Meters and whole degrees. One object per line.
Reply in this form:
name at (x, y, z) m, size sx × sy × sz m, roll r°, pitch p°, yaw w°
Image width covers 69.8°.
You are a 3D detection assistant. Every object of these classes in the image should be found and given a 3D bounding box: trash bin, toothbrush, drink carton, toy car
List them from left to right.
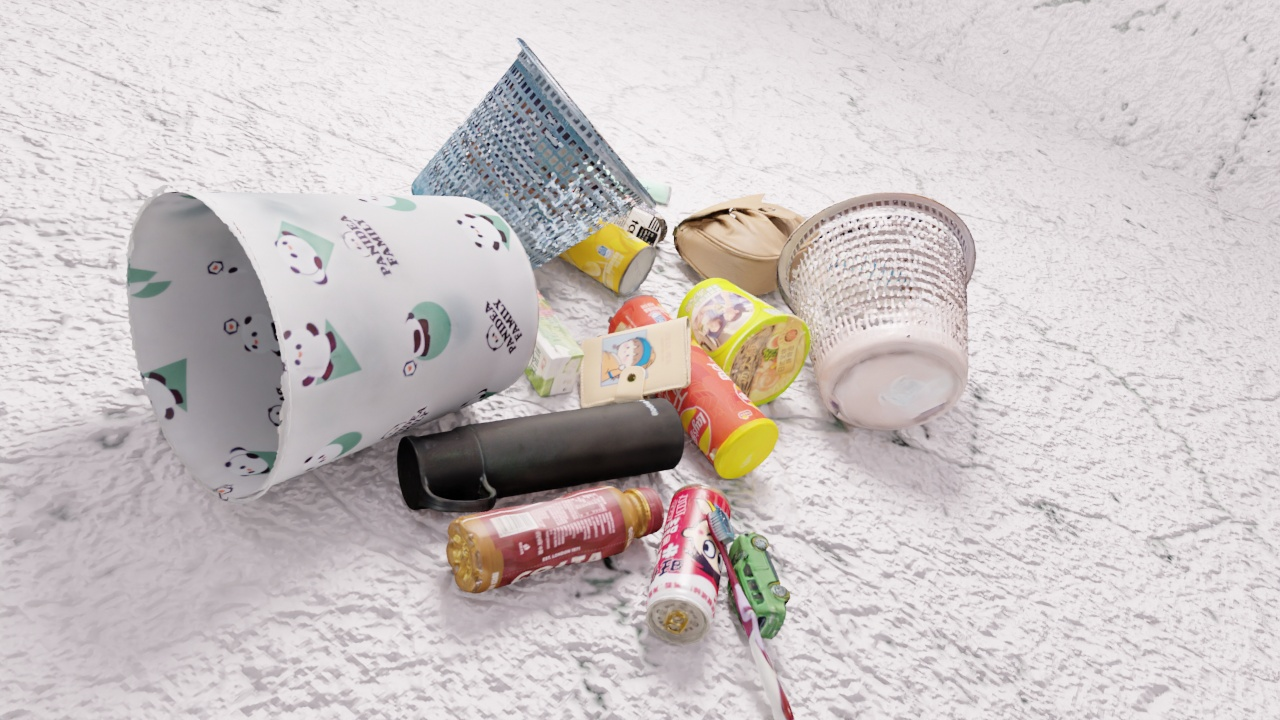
trash bin at (-0.233, -0.031, 0.738) m, size 0.229 × 0.230 × 0.251 m, roll 39°, pitch 33°, yaw 26°
trash bin at (-0.127, -0.192, 0.986) m, size 0.226 × 0.195 × 0.226 m, roll 50°, pitch 8°, yaw -10°
drink carton at (-0.103, -0.023, 0.924) m, size 0.045 × 0.054 × 0.122 m, roll -8°, pitch 44°, yaw -35°
toothbrush at (-0.064, -0.259, 1.293) m, size 0.224 × 0.027 × 0.026 m, roll 12°, pitch 22°, yaw -11°
toy car at (0.092, 0.181, 0.746) m, size 0.036 × 0.043 × 0.091 m, roll 8°, pitch 35°, yaw -17°
toothbrush at (0.087, 0.199, 0.694) m, size 0.016 × 0.017 × 0.187 m, roll 10°, pitch 52°, yaw -44°
trash bin at (0.268, -0.039, 1.012) m, size 0.227 × 0.228 × 0.191 m, roll 13°, pitch 48°, yaw -10°

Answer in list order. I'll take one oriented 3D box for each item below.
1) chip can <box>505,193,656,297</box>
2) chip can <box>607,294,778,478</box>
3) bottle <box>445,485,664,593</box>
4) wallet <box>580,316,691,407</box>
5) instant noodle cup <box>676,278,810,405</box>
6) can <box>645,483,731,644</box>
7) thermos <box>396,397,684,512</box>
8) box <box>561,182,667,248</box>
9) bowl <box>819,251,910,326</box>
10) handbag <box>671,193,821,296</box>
chip can at (-0.086, -0.157, 1.104) m, size 0.213 × 0.072 × 0.071 m, roll 34°, pitch 37°, yaw 18°
chip can at (0.048, 0.022, 0.922) m, size 0.073 × 0.073 × 0.216 m, roll -8°, pitch 42°, yaw -34°
bottle at (-0.062, 0.135, 0.722) m, size 0.174 × 0.058 × 0.057 m, roll -8°, pitch 43°, yaw -34°
wallet at (-0.005, 0.005, 0.898) m, size 0.115 × 0.024 × 0.087 m, roll -11°, pitch 54°, yaw 19°
instant noodle cup at (0.103, -0.030, 0.996) m, size 0.111 × 0.112 × 0.123 m, roll -5°, pitch 34°, yaw -31°
can at (0.040, 0.161, 0.740) m, size 0.053 × 0.053 × 0.132 m, roll 20°, pitch 34°, yaw 0°
thermos at (-0.075, 0.085, 0.776) m, size 0.242 × 0.069 × 0.090 m, roll -7°, pitch 36°, yaw -32°
box at (-0.044, -0.189, 1.189) m, size 0.163 × 0.076 × 0.088 m, roll 23°, pitch 10°, yaw 11°
bowl at (0.280, -0.084, 1.167) m, size 0.116 × 0.116 × 0.066 m, roll 21°, pitch 78°, yaw 2°
handbag at (0.144, -0.159, 1.192) m, size 0.148 × 0.100 × 0.203 m, roll 31°, pitch 32°, yaw 22°
